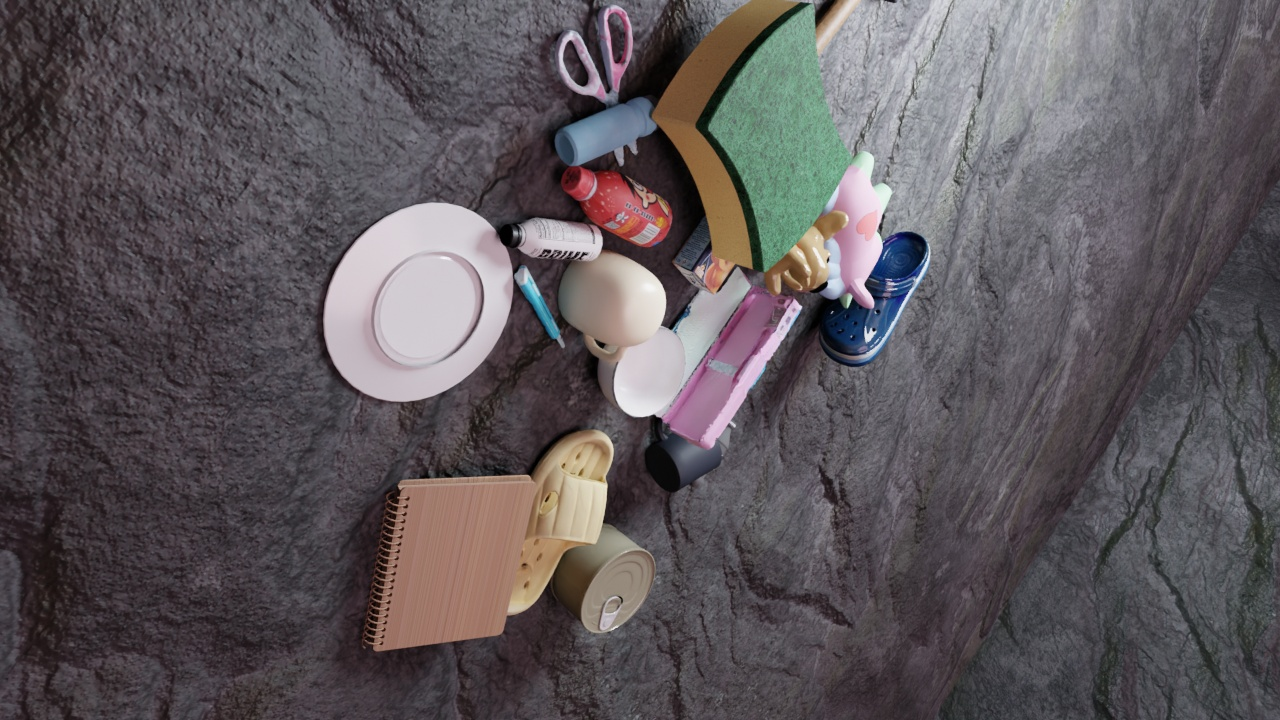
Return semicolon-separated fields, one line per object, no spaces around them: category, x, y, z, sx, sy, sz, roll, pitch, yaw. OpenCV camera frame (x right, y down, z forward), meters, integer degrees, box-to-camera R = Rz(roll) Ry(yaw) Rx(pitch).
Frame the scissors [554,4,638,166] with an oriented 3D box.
scissors;-0.044;-0.267;0.946;0.105;0.016;0.179;-33;137;-27

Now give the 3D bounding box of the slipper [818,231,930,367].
slipper;0.344;-0.106;1.361;0.252;0.105;0.095;-52;148;-21

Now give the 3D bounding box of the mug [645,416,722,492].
mug;0.053;0.114;1.238;0.077;0.071;0.105;-26;103;-32

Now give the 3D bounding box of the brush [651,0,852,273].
brush;0.133;-0.246;1.020;0.194;0.075;0.250;-51;140;-18

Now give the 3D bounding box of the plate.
plate;-0.210;-0.052;0.905;0.208;0.015;0.209;-24;129;-34

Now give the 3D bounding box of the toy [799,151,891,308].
toy;0.271;-0.180;1.247;0.222;0.120;0.171;41;72;-50

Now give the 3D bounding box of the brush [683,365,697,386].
brush;0.062;0.019;1.224;0.150;0.012;0.039;-22;127;-34

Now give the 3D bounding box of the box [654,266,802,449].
box;0.099;-0.013;1.173;0.230;0.086;0.105;-55;132;-11

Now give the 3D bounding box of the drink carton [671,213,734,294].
drink carton;0.100;-0.154;1.136;0.130;0.040;0.064;-55;140;-4

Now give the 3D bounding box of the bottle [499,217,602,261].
bottle;-0.094;-0.127;0.956;0.115;0.041;0.041;-2;114;-45

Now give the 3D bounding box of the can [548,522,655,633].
can;-0.051;0.289;1.226;0.127;0.073;0.128;-24;129;-34

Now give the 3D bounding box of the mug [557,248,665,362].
mug;-0.027;-0.054;1.022;0.096;0.100;0.120;-7;118;-43

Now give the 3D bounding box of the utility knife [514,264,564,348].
utility knife;-0.107;-0.055;1.007;0.124;0.015;0.022;63;24;-47

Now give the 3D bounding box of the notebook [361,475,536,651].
notebook;-0.217;0.229;1.038;0.168;0.022;0.211;2;112;-32

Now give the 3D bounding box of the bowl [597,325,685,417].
bowl;-0.007;0.006;1.104;0.113;0.063;0.113;-18;119;-35

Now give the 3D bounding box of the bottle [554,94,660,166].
bottle;-0.026;-0.239;0.941;0.129;0.040;0.040;-30;132;-28

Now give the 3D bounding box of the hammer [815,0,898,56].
hammer;0.209;-0.381;1.113;0.321;0.040;0.129;-52;143;-6

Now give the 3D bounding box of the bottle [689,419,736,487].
bottle;0.099;0.130;1.308;0.109;0.036;0.036;-52;139;-8

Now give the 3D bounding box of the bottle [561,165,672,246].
bottle;-0.028;-0.170;0.980;0.137;0.062;0.062;20;98;-50

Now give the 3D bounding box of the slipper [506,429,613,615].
slipper;-0.104;0.209;1.125;0.111;0.079;0.261;23;97;-46

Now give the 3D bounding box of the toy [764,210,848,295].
toy;0.196;-0.131;1.164;0.134;0.105;0.108;-30;176;36
